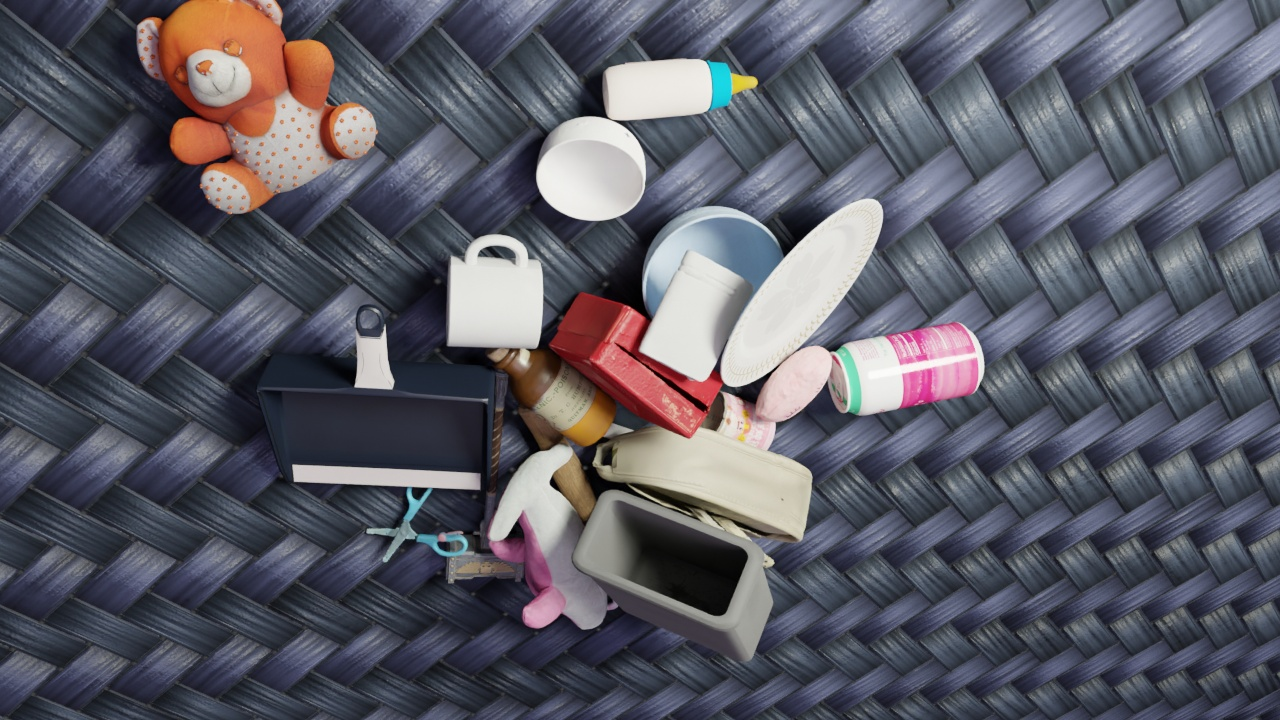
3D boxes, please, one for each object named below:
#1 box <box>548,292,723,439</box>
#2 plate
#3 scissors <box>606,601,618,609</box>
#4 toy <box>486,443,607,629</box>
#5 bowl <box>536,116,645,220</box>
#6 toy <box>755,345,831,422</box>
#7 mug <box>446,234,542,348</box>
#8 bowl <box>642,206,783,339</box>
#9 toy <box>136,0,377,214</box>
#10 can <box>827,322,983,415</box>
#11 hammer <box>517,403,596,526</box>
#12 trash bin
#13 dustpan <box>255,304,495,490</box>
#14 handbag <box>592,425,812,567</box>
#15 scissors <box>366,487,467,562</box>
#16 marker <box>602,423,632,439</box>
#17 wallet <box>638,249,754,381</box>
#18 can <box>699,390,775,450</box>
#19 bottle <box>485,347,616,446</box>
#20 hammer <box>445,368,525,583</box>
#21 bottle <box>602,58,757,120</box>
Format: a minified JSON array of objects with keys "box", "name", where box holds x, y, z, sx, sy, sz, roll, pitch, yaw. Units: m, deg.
[{"box":[-0.007,0.009,0.976,0.158,0.129,0.086,36,83,-30],"name":"box"},{"box":[0.165,-0.070,0.961,0.242,0.016,0.243,-38,156,-20],"name":"plate"},{"box":[-0.060,0.279,1.241,0.076,0.017,0.174,-25,126,5],"name":"scissors"},{"box":[-0.117,0.223,1.094,0.128,0.186,0.266,8,132,32],"name":"toy"},{"box":[-0.046,-0.188,0.877,0.105,0.054,0.105,1,144,1],"name":"bowl"},{"box":[0.180,0.025,1.067,0.053,0.105,0.108,43,107,5],"name":"toy"},{"box":[-0.148,-0.071,0.925,0.090,0.091,0.121,2,125,-13],"name":"mug"},{"box":[0.069,-0.100,0.961,0.150,0.074,0.151,-6,126,-8],"name":"bowl"},{"box":[-0.331,-0.223,0.778,0.164,0.092,0.172,-24,125,7],"name":"toy"},{"box":[0.311,0.011,1.084,0.166,0.088,0.088,-11,126,-5],"name":"can"},{"box":[-0.072,0.162,1.139,0.132,0.040,0.306,-22,124,0],"name":"hammer"},{"box":[0.046,0.251,1.044,0.192,0.097,0.220,18,158,20],"name":"trash bin"},{"box":[-0.276,0.048,0.970,0.236,0.080,0.274,4,120,-7],"name":"dustpan"},{"box":[0.075,0.167,1.085,0.184,0.131,0.229,-11,146,45],"name":"handbag"},{"box":[-0.276,0.195,1.116,0.136,0.015,0.126,0,103,10],"name":"scissors"},{"box":[-0.008,0.095,1.118,0.145,0.019,0.019,21,118,-24],"name":"marker"},{"box":[0.053,-0.044,0.913,0.086,0.032,0.116,31,89,-25],"name":"wallet"},{"box":[0.114,0.078,1.102,0.076,0.067,0.067,21,118,-24],"name":"can"},{"box":[-0.102,0.027,1.011,0.068,0.067,0.157,-41,118,17],"name":"bottle"},{"box":[-0.177,0.137,1.101,0.098,0.044,0.323,2,122,-14],"name":"hammer"},{"box":[0.039,-0.255,0.859,0.146,0.051,0.051,-7,126,-8],"name":"bottle"}]
